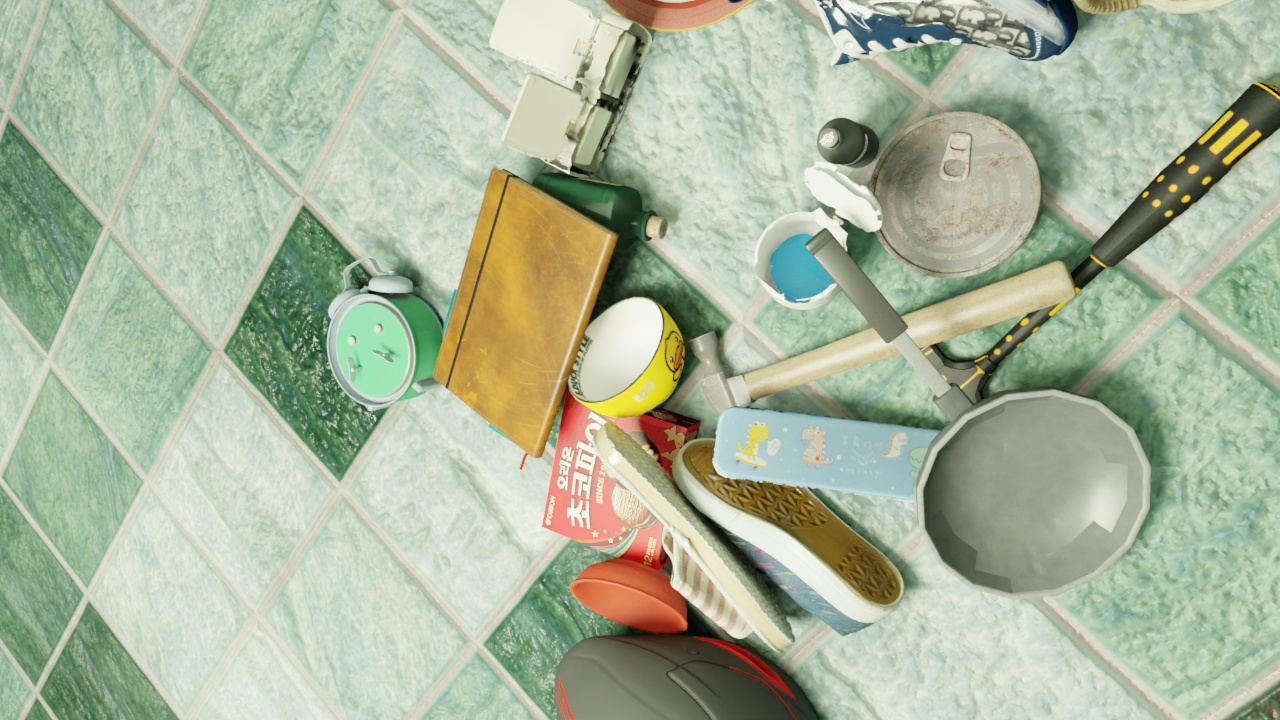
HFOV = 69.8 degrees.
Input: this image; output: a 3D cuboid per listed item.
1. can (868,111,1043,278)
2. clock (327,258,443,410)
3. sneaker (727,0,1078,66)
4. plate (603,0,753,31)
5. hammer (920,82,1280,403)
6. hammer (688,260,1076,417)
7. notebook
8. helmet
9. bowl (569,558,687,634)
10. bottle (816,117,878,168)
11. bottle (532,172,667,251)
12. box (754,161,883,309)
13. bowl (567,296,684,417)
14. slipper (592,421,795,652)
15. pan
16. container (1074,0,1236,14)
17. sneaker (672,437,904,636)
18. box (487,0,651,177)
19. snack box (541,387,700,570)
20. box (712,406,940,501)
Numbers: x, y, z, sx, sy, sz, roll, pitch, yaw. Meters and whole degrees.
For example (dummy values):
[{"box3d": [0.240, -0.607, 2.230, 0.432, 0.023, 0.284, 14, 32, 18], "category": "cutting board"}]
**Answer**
[{"box3d": [0.254, -0.133, 0.743, 0.130, 0.044, 0.130, 4, 100, 25], "category": "can"}, {"box3d": [-0.287, -0.032, 1.005, 0.122, 0.075, 0.161, -20, 89, 27], "category": "clock"}, {"box3d": [0.201, -0.286, 0.728, 0.269, 0.103, 0.133, 30, 130, 10], "category": "sneaker"}, {"box3d": [0.042, -0.411, 0.814, 0.230, 0.021, 0.230, 4, 100, 25], "category": "plate"}, {"box3d": [0.358, -0.076, 0.710, 0.123, 0.036, 0.321, 46, 117, 11], "category": "hammer"}, {"box3d": [0.197, -0.014, 0.787, 0.332, 0.030, 0.119, -21, 91, 31], "category": "hammer"}, {"box3d": [-0.126, -0.043, 0.889, 0.178, 0.014, 0.250, 34, 115, 30], "category": "notebook"}, {"box3d": [0.032, 0.351, 0.860, 0.265, 0.169, 0.164, 20, 106, 22], "category": "helmet"}, {"box3d": [-0.007, 0.229, 0.908, 0.122, 0.035, 0.122, 16, 149, 10], "category": "bowl"}, {"box3d": [0.166, -0.176, 0.742, 0.036, 0.109, 0.036, 4, 100, 25], "category": "bottle"}, {"box3d": [-0.037, -0.138, 0.874, 0.131, 0.061, 0.061, 16, 107, 23], "category": "bottle"}, {"box3d": [0.140, -0.096, 0.745, 0.112, 0.162, 0.084, -45, 83, 10], "category": "box"}, {"box3d": [-0.005, 0.005, 0.868, 0.117, 0.067, 0.117, -26, 44, 28], "category": "bowl"}, {"box3d": [0.041, 0.166, 0.832, 0.052, 0.115, 0.263, -40, 97, 9], "category": "slipper"}, {"box3d": [0.248, 0.037, 0.716, 0.179, 0.041, 0.357, -40, 101, 13], "category": "pan"}, {"box3d": [0.345, -0.324, 0.567, 0.185, 0.245, 0.143, -16, 82, 30], "category": "container"}, {"box3d": [0.126, 0.162, 0.845, 0.235, 0.087, 0.079, 36, 134, 13], "category": "sneaker"}, {"box3d": [-0.069, -0.247, 0.807, 0.095, 0.185, 0.145, 32, 103, 27], "category": "box"}, {"box3d": [-0.022, 0.116, 0.922, 0.133, 0.035, 0.152, 17, 105, 23], "category": "snack box"}, {"box3d": [0.168, 0.081, 0.788, 0.210, 0.049, 0.066, 6, 102, 8], "category": "box"}]
